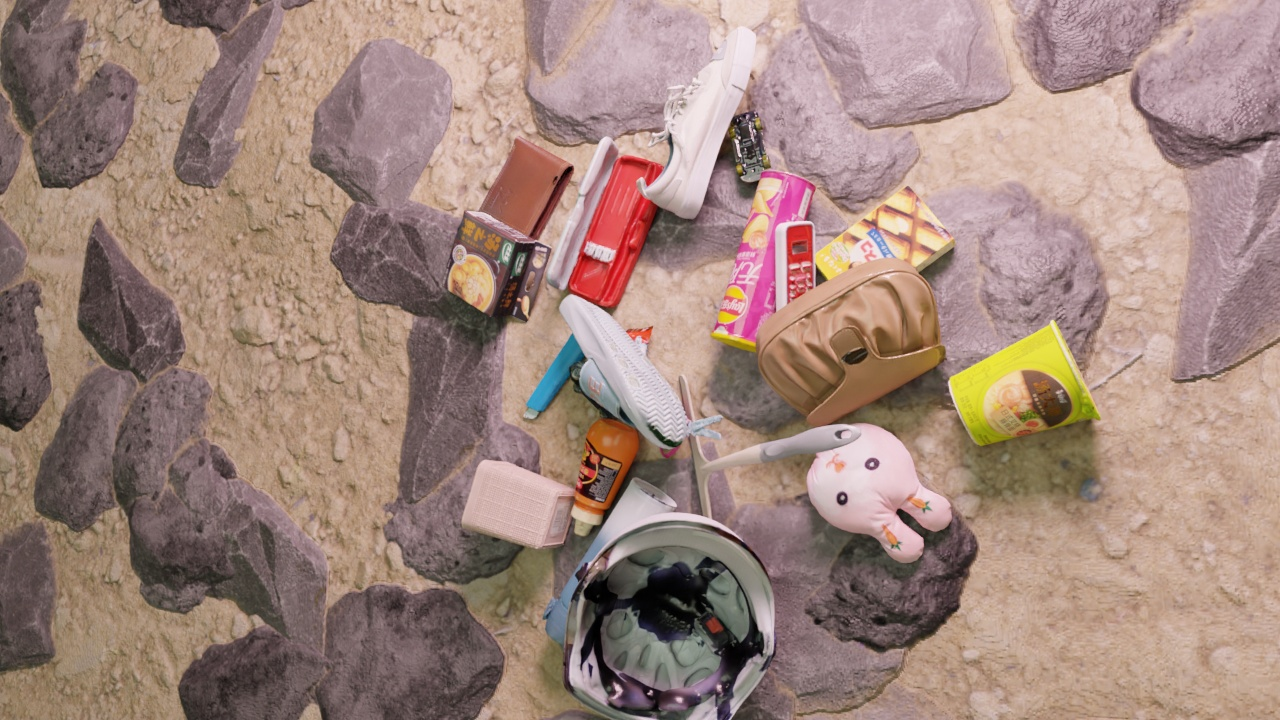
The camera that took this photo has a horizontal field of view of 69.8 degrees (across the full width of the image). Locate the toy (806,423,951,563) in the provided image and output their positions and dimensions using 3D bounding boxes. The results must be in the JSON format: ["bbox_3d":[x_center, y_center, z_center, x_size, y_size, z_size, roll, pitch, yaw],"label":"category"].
[{"bbox_3d":[0.265,0.147,1.024,0.159,0.054,0.121,39,97,14],"label":"toy"}]

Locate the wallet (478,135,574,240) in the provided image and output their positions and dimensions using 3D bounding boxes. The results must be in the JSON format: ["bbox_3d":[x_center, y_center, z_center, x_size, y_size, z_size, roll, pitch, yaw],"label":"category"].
[{"bbox_3d":[-0.160,-0.237,1.265,0.101,0.032,0.124,30,93,25],"label":"wallet"}]

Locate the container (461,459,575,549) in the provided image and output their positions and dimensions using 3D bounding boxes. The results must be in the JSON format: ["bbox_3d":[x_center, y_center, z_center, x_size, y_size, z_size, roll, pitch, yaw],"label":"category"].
[{"bbox_3d":[-0.149,0.186,1.163,0.111,0.090,0.090,15,87,19],"label":"container"}]

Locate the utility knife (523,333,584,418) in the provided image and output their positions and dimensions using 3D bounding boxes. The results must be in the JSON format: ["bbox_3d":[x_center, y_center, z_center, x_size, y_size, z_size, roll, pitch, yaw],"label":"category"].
[{"bbox_3d":[-0.106,0.014,1.210,0.034,0.018,0.159,40,98,26],"label":"utility knife"}]

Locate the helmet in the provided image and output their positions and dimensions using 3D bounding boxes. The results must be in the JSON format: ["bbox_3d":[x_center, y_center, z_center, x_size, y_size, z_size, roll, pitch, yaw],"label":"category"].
[{"bbox_3d":[0.035,0.278,1.030,0.229,0.145,0.259,15,100,0],"label":"helmet"}]

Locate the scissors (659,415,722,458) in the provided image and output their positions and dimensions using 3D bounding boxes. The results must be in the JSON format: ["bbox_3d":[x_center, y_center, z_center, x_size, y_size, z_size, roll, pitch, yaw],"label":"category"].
[{"bbox_3d":[0.058,0.090,1.095,0.138,0.017,0.083,14,91,60],"label":"scissors"}]

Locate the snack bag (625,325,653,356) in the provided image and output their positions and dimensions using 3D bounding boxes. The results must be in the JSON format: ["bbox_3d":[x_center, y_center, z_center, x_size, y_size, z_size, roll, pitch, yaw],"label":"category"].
[{"bbox_3d":[-0.007,0.007,1.166,0.048,0.026,0.104,-4,80,41],"label":"snack bag"}]

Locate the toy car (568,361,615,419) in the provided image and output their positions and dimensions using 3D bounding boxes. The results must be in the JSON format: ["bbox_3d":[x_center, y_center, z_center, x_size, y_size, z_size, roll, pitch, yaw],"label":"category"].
[{"bbox_3d":[-0.058,0.038,1.175,0.034,0.043,0.090,-34,61,-23],"label":"toy car"}]

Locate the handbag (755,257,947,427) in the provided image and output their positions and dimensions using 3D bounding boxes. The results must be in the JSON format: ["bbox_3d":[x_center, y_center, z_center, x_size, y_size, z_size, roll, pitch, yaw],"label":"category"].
[{"bbox_3d":[0.235,-0.017,1.019,0.205,0.099,0.148,-31,108,15],"label":"handbag"}]

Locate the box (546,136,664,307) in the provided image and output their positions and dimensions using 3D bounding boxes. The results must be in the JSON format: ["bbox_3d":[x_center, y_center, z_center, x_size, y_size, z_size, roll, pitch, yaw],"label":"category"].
[{"bbox_3d":[-0.049,-0.177,1.173,0.095,0.101,0.201,22,90,24],"label":"box"}]

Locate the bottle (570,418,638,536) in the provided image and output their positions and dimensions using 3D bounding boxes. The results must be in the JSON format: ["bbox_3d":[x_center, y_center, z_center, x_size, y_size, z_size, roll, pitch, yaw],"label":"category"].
[{"bbox_3d":[-0.052,0.149,1.146,0.067,0.066,0.149,22,97,23],"label":"bottle"}]

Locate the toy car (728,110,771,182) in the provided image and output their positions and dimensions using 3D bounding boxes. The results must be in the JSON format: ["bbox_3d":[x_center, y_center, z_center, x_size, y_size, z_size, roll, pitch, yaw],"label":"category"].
[{"bbox_3d":[0.139,-0.265,1.148,0.042,0.035,0.090,-14,77,20],"label":"toy car"}]

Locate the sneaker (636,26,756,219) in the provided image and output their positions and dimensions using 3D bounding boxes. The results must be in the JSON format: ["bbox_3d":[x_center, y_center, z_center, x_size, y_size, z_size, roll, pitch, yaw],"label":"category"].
[{"bbox_3d":[0.065,-0.303,1.142,0.090,0.089,0.242,20,95,-10],"label":"sneaker"}]

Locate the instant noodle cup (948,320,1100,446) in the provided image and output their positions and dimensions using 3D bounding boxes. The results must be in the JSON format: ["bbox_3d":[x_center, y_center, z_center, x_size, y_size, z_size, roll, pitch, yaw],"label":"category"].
[{"bbox_3d":[0.397,0.033,0.964,0.124,0.111,0.111,-26,73,24],"label":"instant noodle cup"}]

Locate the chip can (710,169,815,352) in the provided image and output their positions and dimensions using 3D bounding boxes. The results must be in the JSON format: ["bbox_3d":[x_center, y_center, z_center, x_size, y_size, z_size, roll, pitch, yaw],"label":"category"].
[{"bbox_3d":[0.148,-0.118,1.102,0.071,0.071,0.210,16,87,23],"label":"chip can"}]

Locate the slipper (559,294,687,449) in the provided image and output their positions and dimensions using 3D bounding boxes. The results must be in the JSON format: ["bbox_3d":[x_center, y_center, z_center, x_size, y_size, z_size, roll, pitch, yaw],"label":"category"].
[{"bbox_3d":[-0.035,0.016,1.108,0.074,0.104,0.245,-47,56,16],"label":"slipper"}]

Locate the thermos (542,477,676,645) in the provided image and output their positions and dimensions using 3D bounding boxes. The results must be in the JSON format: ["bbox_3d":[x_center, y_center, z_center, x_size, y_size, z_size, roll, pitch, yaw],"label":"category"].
[{"bbox_3d":[-0.040,0.249,1.119,0.070,0.070,0.220,34,95,23],"label":"thermos"}]

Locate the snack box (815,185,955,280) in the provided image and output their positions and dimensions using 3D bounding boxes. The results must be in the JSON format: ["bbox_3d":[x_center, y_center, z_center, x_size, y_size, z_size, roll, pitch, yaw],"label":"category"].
[{"bbox_3d":[0.282,-0.127,1.071,0.141,0.033,0.087,-38,69,14],"label":"snack box"}]

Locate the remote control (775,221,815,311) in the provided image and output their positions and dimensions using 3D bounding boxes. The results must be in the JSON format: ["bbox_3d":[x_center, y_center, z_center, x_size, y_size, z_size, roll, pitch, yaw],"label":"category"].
[{"bbox_3d":[0.182,-0.094,1.072,0.020,0.055,0.136,12,109,51],"label":"remote control"}]

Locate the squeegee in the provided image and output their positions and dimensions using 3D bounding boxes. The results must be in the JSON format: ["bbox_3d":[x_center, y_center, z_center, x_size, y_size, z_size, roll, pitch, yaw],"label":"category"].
[{"bbox_3d":[0.136,0.106,1.030,0.247,0.039,0.246,-21,73,44],"label":"squeegee"}]

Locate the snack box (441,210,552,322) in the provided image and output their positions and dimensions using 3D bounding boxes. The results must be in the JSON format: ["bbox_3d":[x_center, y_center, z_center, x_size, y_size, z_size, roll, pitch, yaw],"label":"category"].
[{"bbox_3d":[-0.197,-0.127,1.239,0.126,0.053,0.113,30,110,28],"label":"snack box"}]
